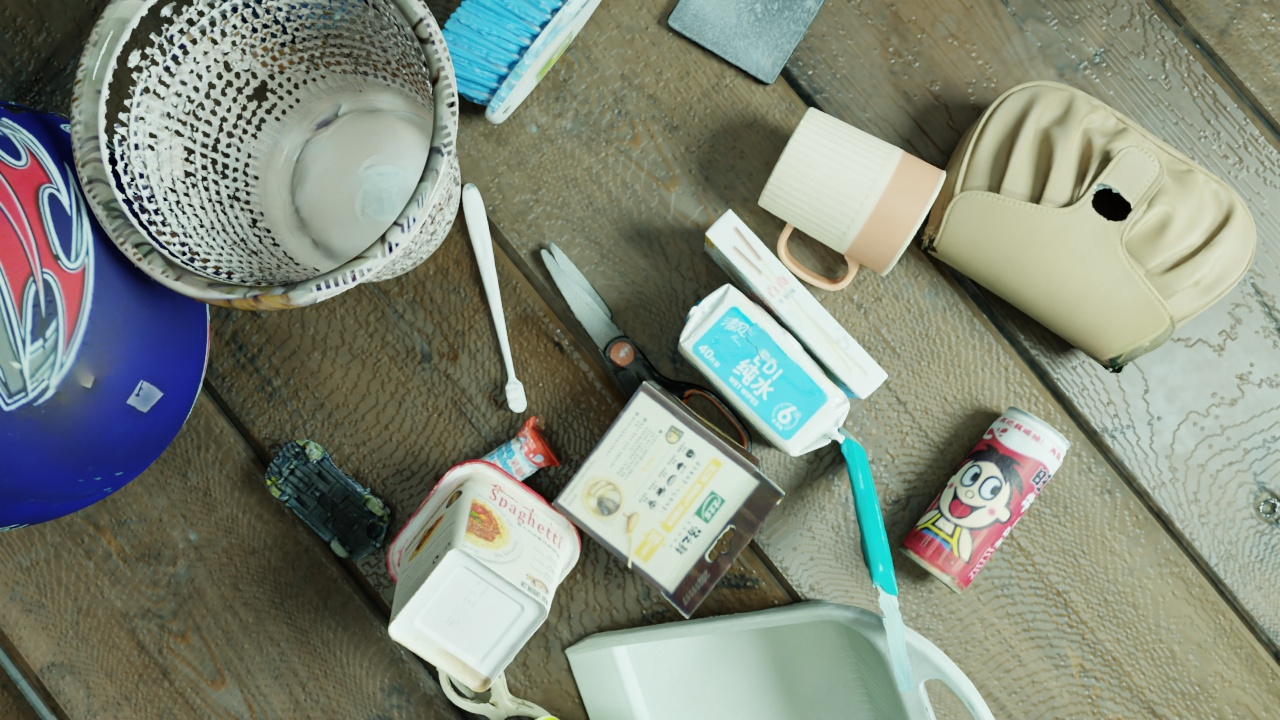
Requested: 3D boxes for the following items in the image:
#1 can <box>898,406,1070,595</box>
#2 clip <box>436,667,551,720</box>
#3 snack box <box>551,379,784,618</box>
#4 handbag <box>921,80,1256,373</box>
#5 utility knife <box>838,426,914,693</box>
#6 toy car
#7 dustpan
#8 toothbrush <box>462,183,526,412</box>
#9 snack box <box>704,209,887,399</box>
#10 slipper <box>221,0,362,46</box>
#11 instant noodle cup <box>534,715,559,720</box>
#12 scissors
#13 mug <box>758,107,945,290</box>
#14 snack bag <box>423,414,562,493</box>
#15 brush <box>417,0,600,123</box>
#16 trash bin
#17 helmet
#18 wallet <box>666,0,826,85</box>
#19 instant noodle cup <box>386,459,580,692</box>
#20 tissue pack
[{"bbox_3d":[0.247,0.100,0.659,0.053,0.053,0.133,37,90,3],"label":"can"},{"bbox_3d":[-0.108,0.252,0.681,0.074,0.035,0.100,-39,92,0],"label":"clip"},{"bbox_3d":[0.020,0.095,0.652,0.125,0.053,0.113,38,98,6],"label":"snack box"},{"bbox_3d":[0.308,-0.096,0.639,0.204,0.099,0.148,35,93,6],"label":"handbag"},{"bbox_3d":[0.154,0.123,0.608,0.029,0.218,0.013,32,122,-21],"label":"utility knife"},{"bbox_3d":[-0.233,0.104,0.691,0.105,0.031,0.049,41,91,4],"label":"toy car"},{"bbox_3d":[0.098,0.272,0.619,0.258,0.142,0.222,-20,87,0],"label":"dustpan"},{"bbox_3d":[-0.112,-0.048,0.698,0.016,0.016,0.180,-13,88,0],"label":"toothbrush"},{"bbox_3d":[0.107,-0.037,0.654,0.027,0.084,0.157,-43,87,2],"label":"snack box"},{"bbox_3d":[-0.211,-0.328,0.678,0.095,0.105,0.252,24,71,44],"label":"slipper"},{"bbox_3d":[-0.011,0.300,0.619,0.124,0.111,0.111,-8,88,20],"label":"instant noodle cup"},{"bbox_3d":[-0.018,0.015,0.689,0.235,0.021,0.139,34,90,3],"label":"scissors"},{"bbox_3d":[0.143,-0.110,0.664,0.106,0.081,0.115,29,119,5],"label":"mug"},{"bbox_3d":[-0.108,0.084,0.689,0.105,0.026,0.045,-33,94,4],"label":"snack bag"},{"bbox_3d":[-0.029,-0.303,0.689,0.109,0.060,0.314,38,88,-2],"label":"brush"},{"bbox_3d":[-0.214,-0.138,0.617,0.227,0.192,0.227,0,88,2],"label":"trash bin"},{"bbox_3d":[-0.420,-0.050,0.600,0.240,0.247,0.315,-18,81,3],"label":"helmet"},{"bbox_3d":[0.090,-0.282,0.697,0.097,0.019,0.121,33,91,5],"label":"wallet"},{"bbox_3d":[-0.110,0.148,0.625,0.116,0.124,0.117,37,98,-11],"label":"instant noodle cup"},{"bbox_3d":[0.086,0.008,0.651,0.063,0.090,0.140,-45,86,0],"label":"tissue pack"}]
